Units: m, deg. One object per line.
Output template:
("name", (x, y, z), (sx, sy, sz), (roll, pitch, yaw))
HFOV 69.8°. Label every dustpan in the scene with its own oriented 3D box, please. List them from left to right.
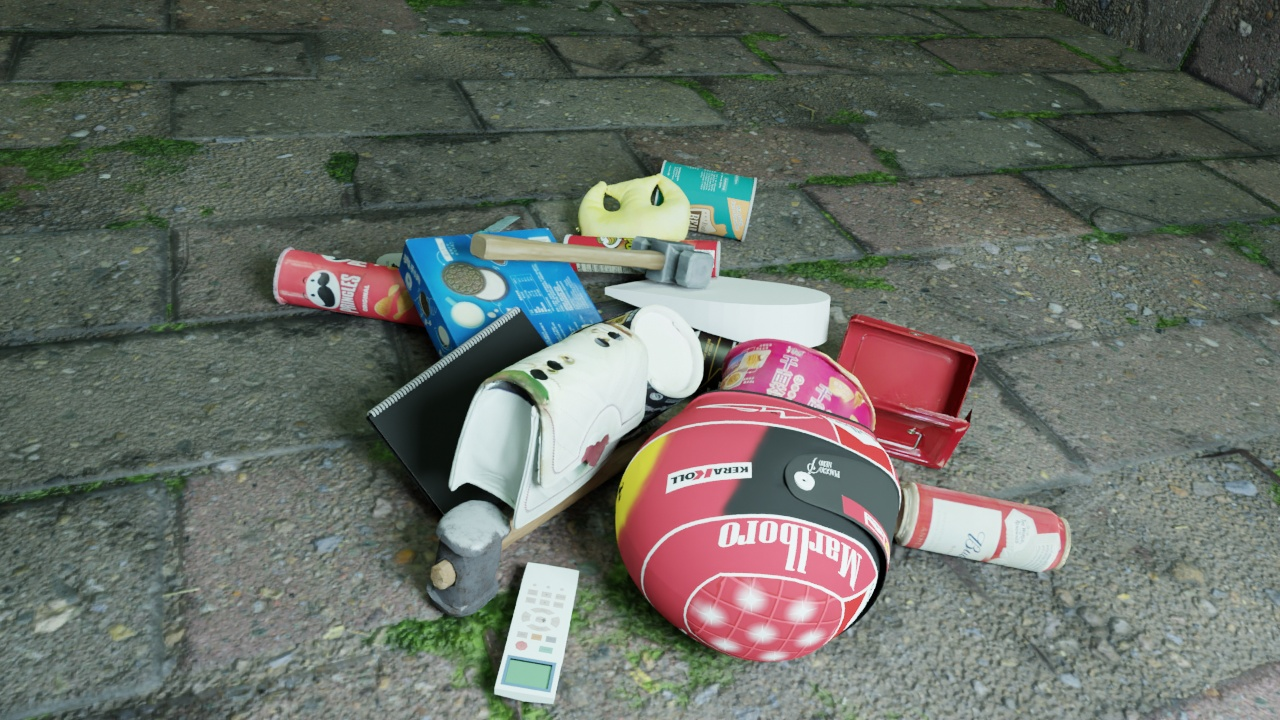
("dustpan", (0.114, -0.065, 1.182), (0.258, 0.053, 0.191), (11, 16, 34))

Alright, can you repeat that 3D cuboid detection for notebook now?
("notebook", (-0.155, 0.056, 0.939), (0.206, 0.016, 0.149), (-41, 99, -35))

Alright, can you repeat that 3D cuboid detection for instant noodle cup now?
("instant noodle cup", (-0.006, 0.006, 0.984), (0.137, 0.113, 0.137), (22, 56, -36))
("instant noodle cup", (0.151, 0.067, 0.979), (0.179, 0.179, 0.077), (24, 56, 18))

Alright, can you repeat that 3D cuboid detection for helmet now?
("helmet", (0.112, 0.154, 0.822), (0.271, 0.198, 0.224), (13, 36, -9))

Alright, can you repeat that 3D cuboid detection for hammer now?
("hammer", (-0.077, 0.135, 0.906), (0.052, 0.098, 0.327), (32, 36, 24))
("hammer", (-0.058, -0.126, 1.103), (0.322, 0.051, 0.117), (-1, 18, -43))

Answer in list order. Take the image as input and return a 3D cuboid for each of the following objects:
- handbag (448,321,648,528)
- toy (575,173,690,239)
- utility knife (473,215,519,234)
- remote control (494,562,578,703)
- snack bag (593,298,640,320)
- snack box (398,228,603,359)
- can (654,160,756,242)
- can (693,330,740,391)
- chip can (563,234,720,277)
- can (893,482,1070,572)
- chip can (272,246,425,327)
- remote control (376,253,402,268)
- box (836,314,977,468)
("handbag", (-0.073, 0.050, 0.839), (0.096, 0.142, 0.198), (30, 28, 17))
("toy", (-0.011, -0.199, 1.342), (0.170, 0.065, 0.154), (-6, 70, 4))
("utility knife", (-0.233, -0.161, 1.276), (0.031, 0.015, 0.224), (24, 39, 16))
("remote control", (-0.089, 0.238, 0.808), (0.049, 0.024, 0.143), (9, 35, 0))
("snack bag", (-0.012, -0.060, 1.218), (0.155, 0.018, 0.074), (-12, 43, -27))
("snack box", (-0.148, -0.049, 1.074), (0.195, 0.056, 0.238), (-11, 58, -36))
("can", (0.098, -0.246, 1.417), (0.144, 0.099, 0.099), (11, 37, 3))
("can", (0.115, 0.011, 1.110), (0.128, 0.072, 0.071), (15, 38, 8))
("chip can", (0.002, -0.145, 1.276), (0.215, 0.052, 0.051), (3, 37, 7))
("can", (0.350, 0.174, 0.953), (0.170, 0.067, 0.067), (11, 37, 1))
("chip can", (-0.327, -0.085, 1.139), (0.233, 0.073, 0.073), (10, 37, -1))
("remote control", (-0.279, -0.123, 1.241), (0.151, 0.019, 0.074), (-4, 39, -17))
("box", (0.299, 0.030, 1.072), (0.157, 0.147, 0.155), (16, 56, 9))
